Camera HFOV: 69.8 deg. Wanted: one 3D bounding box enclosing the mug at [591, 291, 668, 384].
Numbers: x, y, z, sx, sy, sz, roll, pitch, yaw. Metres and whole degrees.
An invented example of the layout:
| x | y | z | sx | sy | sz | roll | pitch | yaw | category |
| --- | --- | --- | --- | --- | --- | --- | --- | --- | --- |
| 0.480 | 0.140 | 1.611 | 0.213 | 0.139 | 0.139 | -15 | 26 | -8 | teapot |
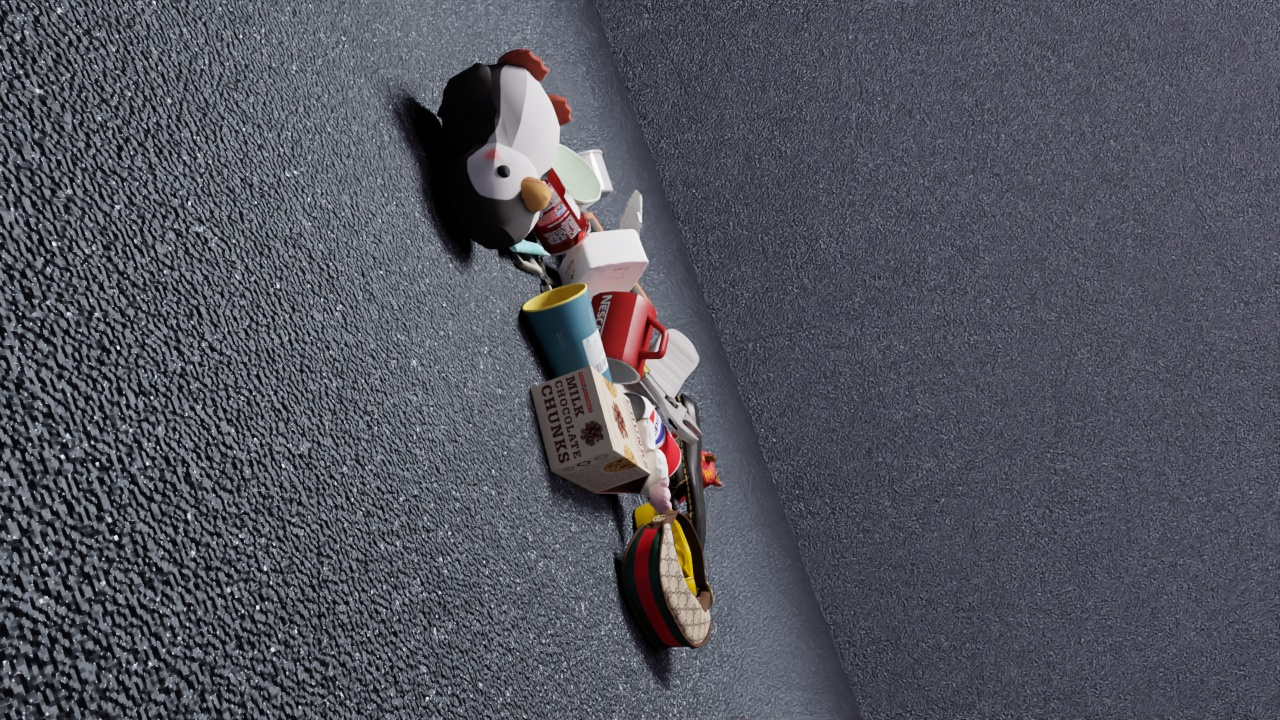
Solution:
| x | y | z | sx | sy | sz | roll | pitch | yaw | category |
| --- | --- | --- | --- | --- | --- | --- | --- | --- | --- |
| -0.016 | -0.029 | 1.187 | 0.080 | 0.117 | 0.096 | 49 | 47 | -53 | mug |

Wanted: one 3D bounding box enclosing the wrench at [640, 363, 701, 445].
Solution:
| x | y | z | sx | sy | sz | roll | pitch | yaw | category |
| --- | --- | --- | --- | --- | --- | --- | --- | --- | --- |
| -0.008 | 0.007 | 1.263 | 0.273 | 0.018 | 0.083 | 49 | 17 | 11 | wrench |

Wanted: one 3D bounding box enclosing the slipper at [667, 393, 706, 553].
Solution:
| x | y | z | sx | sy | sz | roll | pitch | yaw | category |
| --- | --- | --- | --- | --- | --- | --- | --- | --- | --- |
| 0.053 | 0.182 | 1.332 | 0.113 | 0.076 | 0.267 | 46 | 41 | -77 | slipper |

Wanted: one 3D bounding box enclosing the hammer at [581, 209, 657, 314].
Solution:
| x | y | z | sx | sy | sz | roll | pitch | yaw | category |
| --- | --- | --- | --- | --- | --- | --- | --- | --- | --- |
| -0.070 | -0.194 | 1.370 | 0.314 | 0.035 | 0.137 | 57 | 14 | -5 | hammer |

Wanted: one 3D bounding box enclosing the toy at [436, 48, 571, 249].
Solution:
| x | y | z | sx | sy | sz | roll | pitch | yaw | category |
| --- | --- | --- | --- | --- | --- | --- | --- | --- | --- |
| -0.155 | -0.200 | 0.940 | 0.159 | 0.140 | 0.183 | 51 | 36 | -60 | toy |

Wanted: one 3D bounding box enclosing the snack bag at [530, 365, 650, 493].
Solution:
| x | y | z | sx | sy | sz | roll | pitch | yaw | category |
| --- | --- | --- | --- | --- | --- | --- | --- | --- | --- |
| -0.042 | 0.089 | 1.033 | 0.206 | 0.070 | 0.094 | 46 | 25 | -66 | snack bag |

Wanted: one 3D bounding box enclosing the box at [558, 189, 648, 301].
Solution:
| x | y | z | sx | sy | sz | roll | pitch | yaw | category |
| --- | --- | --- | --- | --- | --- | --- | --- | --- | --- |
| -0.039 | -0.166 | 1.264 | 0.107 | 0.151 | 0.132 | -49 | -124 | 60 | box |

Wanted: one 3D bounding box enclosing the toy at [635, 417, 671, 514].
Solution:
| x | y | z | sx | sy | sz | roll | pitch | yaw | category |
| --- | --- | --- | --- | --- | --- | --- | --- | --- | --- |
| 0.012 | 0.134 | 1.126 | 0.122 | 0.038 | 0.079 | 66 | -35 | 36 | toy |

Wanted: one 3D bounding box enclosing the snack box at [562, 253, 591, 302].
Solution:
| x | y | z | sx | sy | sz | roll | pitch | yaw | category |
| --- | --- | --- | --- | --- | --- | --- | --- | --- | --- |
| -0.068 | -0.103 | 1.378 | 0.087 | 0.033 | 0.154 | -72 | 140 | -72 | snack box |

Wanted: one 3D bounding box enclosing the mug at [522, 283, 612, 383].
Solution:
| x | y | z | sx | sy | sz | roll | pitch | yaw | category |
| --- | --- | --- | --- | --- | --- | --- | --- | --- | --- |
| -0.078 | -0.019 | 1.057 | 0.078 | 0.078 | 0.121 | -81 | 153 | -69 | mug |

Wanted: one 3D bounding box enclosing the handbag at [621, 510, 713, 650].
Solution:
| x | y | z | sx | sy | sz | roll | pitch | yaw | category |
| --- | --- | --- | --- | --- | --- | --- | --- | --- | --- |
| 0.044 | 0.257 | 1.073 | 0.166 | 0.063 | 0.138 | 65 | 36 | -23 | handbag |

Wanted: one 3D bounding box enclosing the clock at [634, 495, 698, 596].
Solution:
| x | y | z | sx | sy | sz | roll | pitch | yaw | category |
| --- | --- | --- | --- | --- | --- | --- | --- | --- | --- |
| 0.033 | 0.245 | 1.181 | 0.151 | 0.052 | 0.113 | -106 | 169 | -49 | clock |

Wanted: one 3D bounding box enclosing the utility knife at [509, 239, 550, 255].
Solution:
| x | y | z | sx | sy | sz | roll | pitch | yaw | category |
| --- | --- | --- | --- | --- | --- | --- | --- | --- | --- |
| -0.131 | -0.136 | 1.100 | 0.022 | 0.015 | 0.141 | 45 | 11 | 7 | utility knife |

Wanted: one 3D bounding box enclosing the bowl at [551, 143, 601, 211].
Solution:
| x | y | z | sx | sy | sz | roll | pitch | yaw | category |
| --- | --- | --- | --- | --- | --- | --- | --- | --- | --- |
| -0.117 | -0.240 | 1.254 | 0.117 | 0.061 | 0.117 | 27 | 38 | -24 | bowl |

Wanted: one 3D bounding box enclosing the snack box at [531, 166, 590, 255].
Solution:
| x | y | z | sx | sy | sz | roll | pitch | yaw | category |
| --- | --- | --- | --- | --- | --- | --- | --- | --- | --- |
| -0.122 | -0.200 | 1.162 | 0.121 | 0.072 | 0.072 | 56 | 17 | -39 | snack box |

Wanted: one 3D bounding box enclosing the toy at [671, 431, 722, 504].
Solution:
| x | y | z | sx | sy | sz | roll | pitch | yaw | category |
| --- | --- | --- | --- | --- | --- | --- | --- | --- | --- |
| 0.079 | 0.161 | 1.456 | 0.132 | 0.094 | 0.088 | -98 | 164 | -56 | toy |

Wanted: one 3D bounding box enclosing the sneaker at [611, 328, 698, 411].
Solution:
| x | y | z | sx | sy | sz | roll | pitch | yaw | category |
| --- | --- | --- | --- | --- | --- | --- | --- | --- | --- |
| 0.003 | 0.035 | 1.354 | 0.099 | 0.090 | 0.235 | 45 | 34 | 5 | sneaker |

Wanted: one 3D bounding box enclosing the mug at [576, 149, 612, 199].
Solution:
| x | y | z | sx | sy | sz | roll | pitch | yaw | category |
| --- | --- | --- | --- | --- | --- | --- | --- | --- | --- |
| -0.102 | -0.291 | 1.472 | 0.113 | 0.085 | 0.070 | -19 | 91 | -46 | mug |

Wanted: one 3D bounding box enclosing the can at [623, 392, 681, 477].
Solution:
| x | y | z | sx | sy | sz | roll | pitch | yaw | category |
| --- | --- | --- | --- | --- | --- | --- | --- | --- | --- |
| 0.002 | 0.104 | 1.230 | 0.132 | 0.070 | 0.070 | 58 | 15 | -47 | can |

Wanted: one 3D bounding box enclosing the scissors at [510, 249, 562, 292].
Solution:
| x | y | z | sx | sy | sz | roll | pitch | yaw | category |
| --- | --- | --- | --- | --- | --- | --- | --- | --- | --- |
| -0.124 | -0.101 | 1.141 | 0.157 | 0.012 | 0.170 | 53 | 15 | -54 | scissors |
